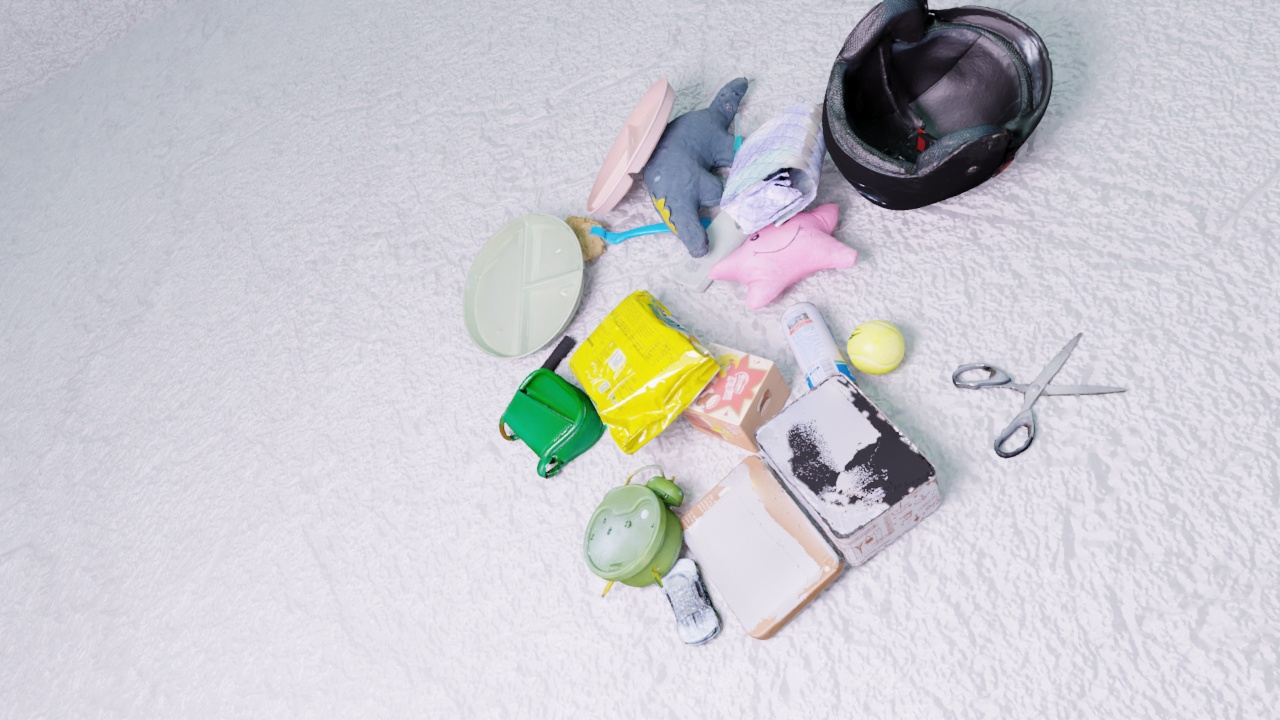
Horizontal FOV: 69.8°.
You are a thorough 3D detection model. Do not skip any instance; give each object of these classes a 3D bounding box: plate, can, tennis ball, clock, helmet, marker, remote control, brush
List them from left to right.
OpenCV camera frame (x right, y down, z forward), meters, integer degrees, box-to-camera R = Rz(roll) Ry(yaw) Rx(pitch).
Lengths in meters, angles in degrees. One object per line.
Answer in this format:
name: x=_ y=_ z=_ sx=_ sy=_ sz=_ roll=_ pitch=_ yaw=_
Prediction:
plate: x=-0.173 y=-0.109 z=1.365 sx=0.231 sy=0.027 sz=0.230 roll=-12 pitch=67 yaw=31
marker: x=-0.137 y=0.020 z=1.302 sx=0.022 sy=0.020 sz=0.132 roll=23 pitch=71 yaw=43
brush: x=-0.020 y=-0.189 z=1.368 sx=0.255 sy=0.046 sz=0.083 roll=-4 pitch=56 yaw=19
plate: x=-0.014 y=-0.317 z=1.378 sx=0.230 sy=0.028 sz=0.229 roll=-55 pitch=17 yaw=25
clock: x=-0.005 y=0.194 z=1.079 sx=0.116 sy=0.056 sz=0.160 roll=-19 pitch=47 yaw=36
remote control: x=0.107 y=-0.160 z=1.296 sx=0.058 sy=0.021 sz=0.150 roll=30 pitch=76 yaw=38
can: x=0.216 y=-0.008 z=1.119 sx=0.053 sy=0.053 sz=0.134 roll=-26 pitch=51 yaw=9
tennis ball: x=0.278 y=-0.015 z=1.084 sx=0.066 sy=0.065 sz=0.065 roll=-13 pitch=54 yaw=19
helmet: x=0.357 y=-0.312 z=1.140 sx=0.274 sy=0.230 sz=0.233 roll=-23 pitch=76 yaw=-6

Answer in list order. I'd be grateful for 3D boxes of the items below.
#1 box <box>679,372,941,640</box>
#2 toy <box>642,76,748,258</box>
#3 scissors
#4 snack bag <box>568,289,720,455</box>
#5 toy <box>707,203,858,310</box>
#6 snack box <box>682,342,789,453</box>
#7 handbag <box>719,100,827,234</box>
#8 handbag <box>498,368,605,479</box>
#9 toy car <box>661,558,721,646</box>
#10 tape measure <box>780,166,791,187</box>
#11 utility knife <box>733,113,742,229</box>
box: x=0.174 y=0.159 z=1.011 sx=0.262 sy=0.088 sz=0.178 roll=-36 pitch=50 yaw=0
toy: x=0.077 y=-0.293 z=1.350 sx=0.138 sy=0.091 sz=0.355 roll=8 pitch=58 yaw=19
scissors: x=0.433 y=0.036 z=1.006 sx=0.177 sy=0.014 sz=0.159 roll=0 pitch=59 yaw=26
snack bag: x=-0.007 y=0.007 z=1.155 sx=0.158 sy=0.068 sz=0.246 roll=-47 pitch=29 yaw=4
toy: x=0.179 y=-0.148 z=1.217 sx=0.195 sy=0.074 sz=0.178 roll=-25 pitch=44 yaw=12
snack box: x=0.113 y=0.045 z=1.120 sx=0.094 sy=0.077 sz=0.092 roll=19 pitch=69 yaw=35
handbag: x=0.185 y=-0.256 z=1.217 sx=0.134 sy=0.075 sz=0.193 roll=-30 pitch=27 yaw=38
handbag: x=-0.121 y=0.083 z=1.227 sx=0.120 sy=0.068 sz=0.131 roll=-50 pitch=52 yaw=-1
toy car: x=0.053 y=0.268 z=1.033 sx=0.049 sy=0.031 sz=0.105 roll=-29 pitch=50 yaw=6
tape measure: x=0.202 y=-0.256 z=1.309 sx=0.058 sy=0.025 sz=0.054 roll=26 pitch=72 yaw=37
utility knife: x=0.139 y=-0.275 z=1.309 sx=0.013 sy=0.029 sz=0.192 roll=9 pitch=65 yaw=-17
